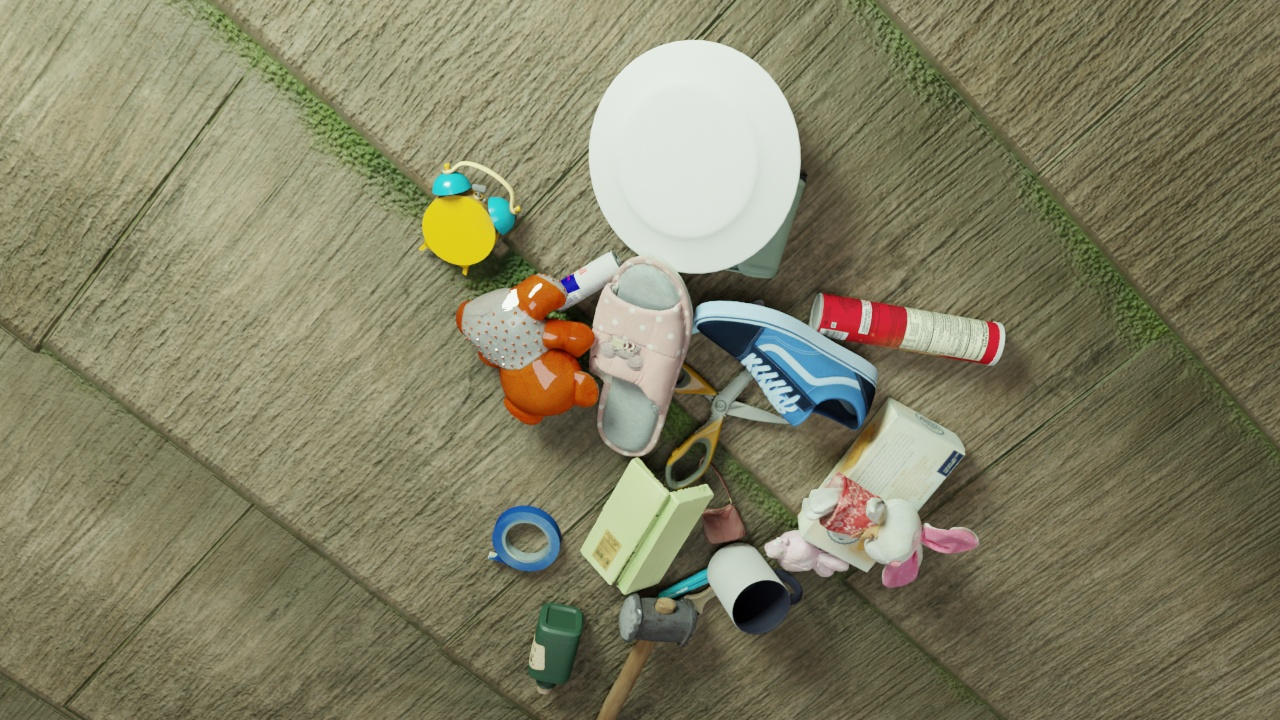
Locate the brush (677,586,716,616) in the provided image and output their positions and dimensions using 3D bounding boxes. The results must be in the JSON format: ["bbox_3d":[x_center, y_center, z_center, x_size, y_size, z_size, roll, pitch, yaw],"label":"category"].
[{"bbox_3d":[0.070,0.338,1.264,0.151,0.012,0.039,-41,107,18],"label":"brush"}]

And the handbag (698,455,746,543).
[{"bbox_3d":[0.097,0.179,1.189,0.055,0.029,0.120,-13,107,10],"label":"handbag"}]

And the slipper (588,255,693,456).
[{"bbox_3d":[-0.006,0.006,1.074,0.114,0.054,0.275,20,125,17],"label":"slipper"}]

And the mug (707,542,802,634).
[{"bbox_3d":[0.154,0.294,1.190,0.111,0.097,0.079,2,107,-16],"label":"mug"}]

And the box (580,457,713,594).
[{"bbox_3d":[0.005,0.221,1.175,0.127,0.066,0.189,25,123,-6],"label":"box"}]

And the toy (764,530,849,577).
[{"bbox_3d":[0.216,0.253,1.201,0.110,0.047,0.064,25,143,-11],"label":"toy"}]

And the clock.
[{"bbox_3d":[-0.197,-0.163,1.043,0.099,0.043,0.130,30,119,-10],"label":"clock"}]

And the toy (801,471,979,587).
[{"bbox_3d":[0.285,0.200,1.094,0.194,0.084,0.160,29,140,-10],"label":"toy"}]

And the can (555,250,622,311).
[{"bbox_3d":[-0.064,-0.092,1.072,0.095,0.032,0.032,-29,109,14],"label":"can"}]

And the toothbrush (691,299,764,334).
[{"bbox_3d":[0.074,-0.041,1.097,0.155,0.016,0.022,-17,103,9],"label":"toothbrush"}]

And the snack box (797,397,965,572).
[{"bbox_3d":[0.297,0.157,1.151,0.104,0.057,0.208,28,111,-9],"label":"snack box"}]

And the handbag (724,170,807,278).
[{"bbox_3d":[0.117,-0.161,1.015,0.106,0.067,0.122,12,113,-4],"label":"handbag"}]

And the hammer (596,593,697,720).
[{"bbox_3d":[-0.019,0.446,1.285,0.098,0.052,0.329,11,123,-20],"label":"hammer"}]

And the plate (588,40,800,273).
[{"bbox_3d":[0.049,-0.210,0.970,0.243,0.016,0.243,8,109,24],"label":"plate"}]

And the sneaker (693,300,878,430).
[{"bbox_3d":[0.165,0.014,1.053,0.241,0.098,0.084,24,155,-15],"label":"sneaker"}]

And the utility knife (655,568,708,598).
[{"bbox_3d":[0.046,0.318,1.257,0.162,0.015,0.022,-32,117,17],"label":"utility knife"}]

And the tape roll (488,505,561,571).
[{"bbox_3d":[-0.152,0.239,1.229,0.091,0.016,0.093,17,113,-5],"label":"tape roll"}]

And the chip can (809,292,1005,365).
[{"bbox_3d":[0.308,-0.037,1.069,0.214,0.051,0.052,10,114,-1],"label":"chip can"}]

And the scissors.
[{"bbox_3d":[0.077,0.065,1.137,0.225,0.016,0.230,20,109,-4],"label":"scissors"}]

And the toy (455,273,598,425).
[{"bbox_3d":[-0.128,-0.011,1.074,0.164,0.092,0.172,-16,114,29],"label":"toy"}]

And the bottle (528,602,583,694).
[{"bbox_3d":[-0.122,0.409,1.277,0.061,0.061,0.131,12,114,-5],"label":"bottle"}]
